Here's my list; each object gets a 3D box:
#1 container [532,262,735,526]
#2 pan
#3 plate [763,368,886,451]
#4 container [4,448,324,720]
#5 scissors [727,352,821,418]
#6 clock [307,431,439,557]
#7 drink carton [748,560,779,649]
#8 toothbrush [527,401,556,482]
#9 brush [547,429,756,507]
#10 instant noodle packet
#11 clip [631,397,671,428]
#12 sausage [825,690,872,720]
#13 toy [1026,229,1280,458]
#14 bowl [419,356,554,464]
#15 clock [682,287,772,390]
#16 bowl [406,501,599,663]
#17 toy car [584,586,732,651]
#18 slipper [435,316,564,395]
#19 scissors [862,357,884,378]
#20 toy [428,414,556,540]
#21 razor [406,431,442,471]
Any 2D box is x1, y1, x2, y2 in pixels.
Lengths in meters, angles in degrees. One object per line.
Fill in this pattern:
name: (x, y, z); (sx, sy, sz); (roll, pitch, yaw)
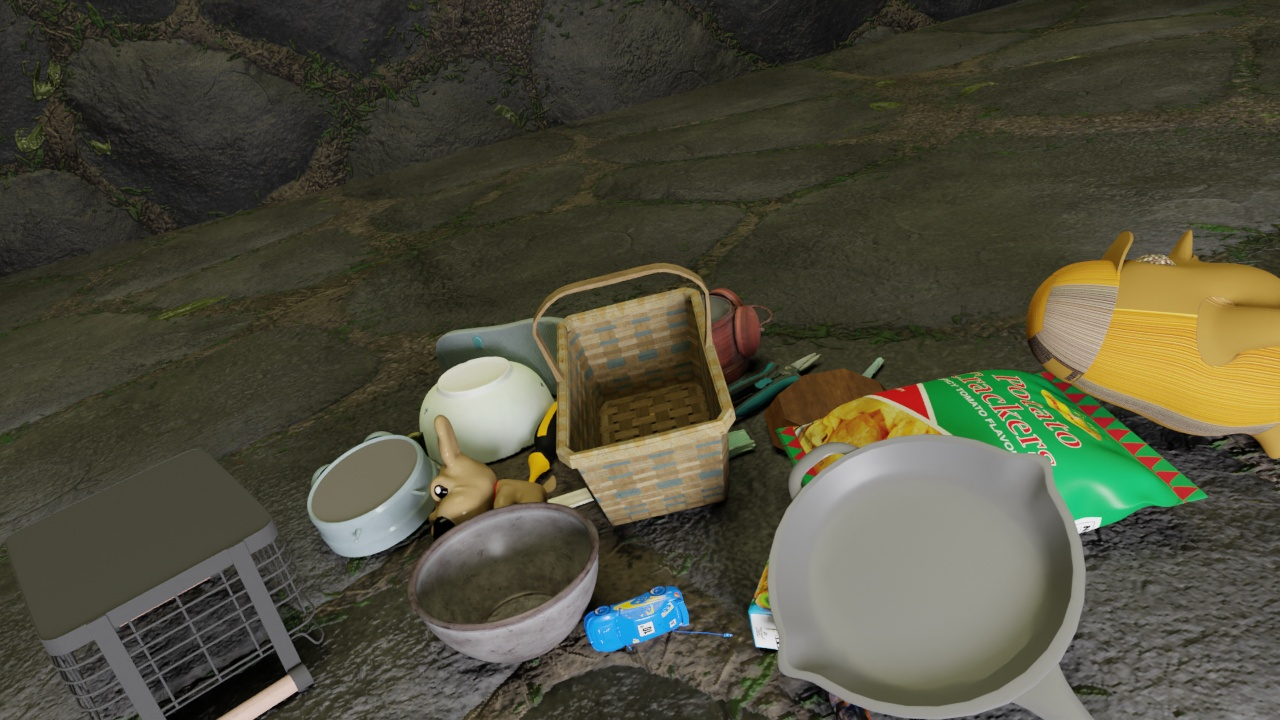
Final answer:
container: (-0.005, 0.005, 0.835); (0.157, 0.186, 0.249); (-13, 31, 3)
pan: (0.208, 0.167, 0.544); (0.216, 0.024, 0.354); (-37, 44, -4)
plate: (0.181, 0.047, 0.864); (0.131, 0.025, 0.131); (-8, 32, 5)
container: (-0.376, 0.187, 0.730); (0.162, 0.130, 0.242); (-29, 29, -32)
scissors: (0.139, 0.027, 0.956); (0.129, 0.019, 0.137); (0, 33, 6)
clock: (-0.261, 0.122, 0.886); (0.122, 0.045, 0.159); (-35, 36, -17)
drink carton: (0.114, 0.155, 0.671); (0.044, 0.039, 0.128); (0, 28, 25)
toothbrush: (-0.099, 0.099, 0.910); (0.031, 0.031, 0.196); (-14, 28, 18)
brush: (0.003, 0.108, 0.862); (0.217, 0.012, 0.033); (-18, 26, -8)
instant noodle packet: (0.252, 0.076, 0.710); (0.252, 0.090, 0.195); (-12, 27, -2)
clip: (0.004, 0.057, 0.969); (0.053, 0.039, 0.047); (-16, 29, -3)
sausage: (0.135, 0.231, 0.524); (0.020, 0.020, 0.155); (-14, 25, -3)
toy: (0.413, -0.025, 0.727); (0.203, 0.162, 0.199); (13, -10, 9)
bowl: (-0.173, 0.046, 1.003); (0.153, 0.073, 0.153); (-12, 25, 5)
clock: (0.074, -0.027, 1.037); (0.157, 0.072, 0.120); (-18, 25, -9)
bowl: (-0.095, 0.176, 0.694); (0.145, 0.067, 0.144); (-11, 25, 5)
toy car: (0.011, 0.192, 0.646); (0.092, 0.033, 0.062); (-17, 18, -9)
slipper: (-0.131, -0.013, 1.077); (0.269, 0.098, 0.054); (3, 30, 33)
scissors: (0.219, 0.028, 0.921); (0.063, 0.015, 0.138); (6, 36, 40)
toy: (-0.135, 0.123, 0.798); (0.108, 0.134, 0.105); (13, 32, 5)
razor: (-0.202, 0.112, 0.931); (0.026, 0.042, 0.106); (-28, 38, -36)
